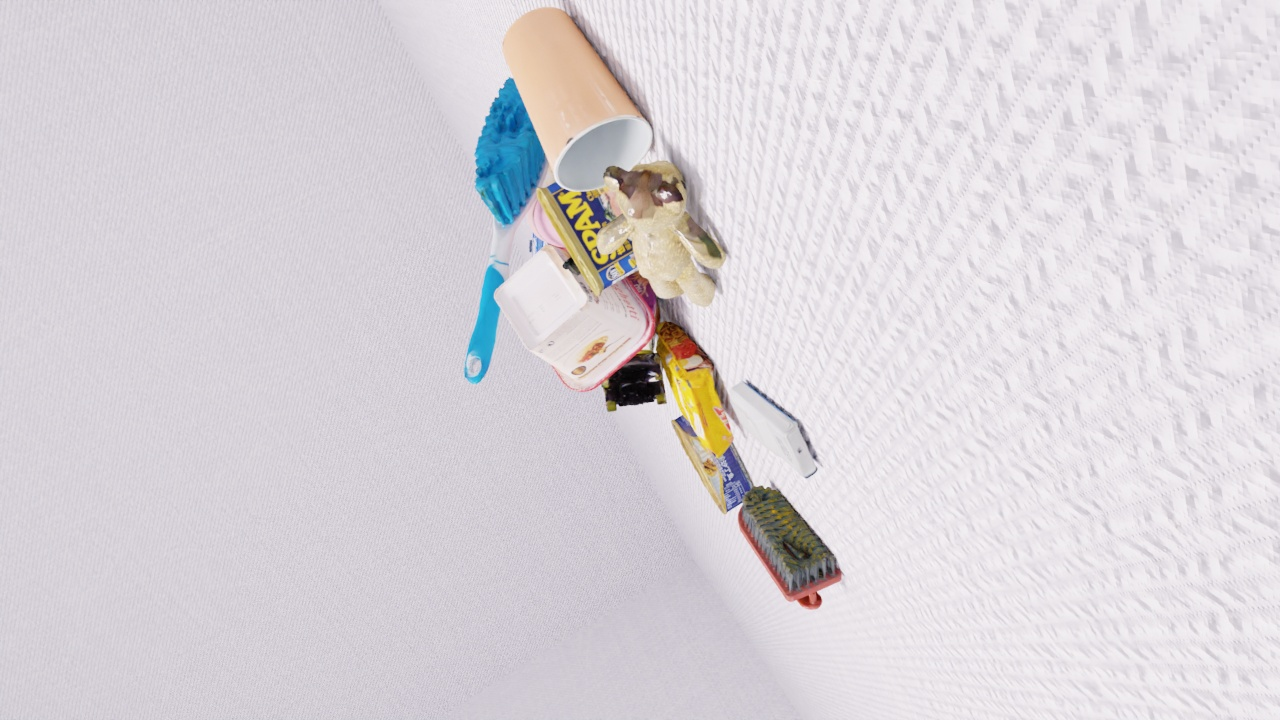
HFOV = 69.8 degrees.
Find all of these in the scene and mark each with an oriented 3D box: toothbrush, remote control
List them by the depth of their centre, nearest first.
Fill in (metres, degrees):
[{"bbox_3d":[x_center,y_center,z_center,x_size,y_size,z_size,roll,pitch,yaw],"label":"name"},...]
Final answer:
[{"bbox_3d":[0.112,0.058,0.794,0.049,0.024,0.125,61,173,-22],"label":"remote control"},{"bbox_3d":[-0.033,-0.099,0.881,0.017,0.014,0.188,41,-159,7],"label":"toothbrush"}]

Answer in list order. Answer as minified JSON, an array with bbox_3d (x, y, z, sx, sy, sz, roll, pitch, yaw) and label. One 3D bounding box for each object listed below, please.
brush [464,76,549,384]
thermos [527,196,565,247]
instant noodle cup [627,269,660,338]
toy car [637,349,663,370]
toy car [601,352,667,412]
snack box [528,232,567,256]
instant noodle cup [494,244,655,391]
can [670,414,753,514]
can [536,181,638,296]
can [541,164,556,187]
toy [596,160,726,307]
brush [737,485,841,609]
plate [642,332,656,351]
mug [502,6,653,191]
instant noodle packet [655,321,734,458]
[{"bbox_3d":[-0.136,-0.137,0.903,0.109,0.060,0.313,74,-156,-57],"label":"brush"},{"bbox_3d":[-0.056,-0.149,0.929,0.199,0.087,0.067,-160,53,-70],"label":"thermos"},{"bbox_3d":[-0.027,-0.057,1.001,0.111,0.111,0.099,58,-172,14],"label":"instant noodle cup"},{"bbox_3d":[-0.006,0.006,1.082,0.105,0.048,0.032,139,127,-72],"label":"toy car"},{"bbox_3d":[-0.008,0.020,0.998,0.158,0.070,0.042,85,177,-72],"label":"toy car"},{"bbox_3d":[-0.099,-0.107,1.128,0.057,0.058,0.208,58,161,19],"label":"snack box"},{"bbox_3d":[-0.067,-0.046,0.883,0.116,0.117,0.124,55,-167,24],"label":"instant noodle cup"},{"bbox_3d":[0.092,0.123,1.146,0.148,0.049,0.074,62,174,-25],"label":"can"},{"bbox_3d":[-0.026,-0.119,0.774,0.102,0.083,0.057,59,175,0],"label":"can"},{"bbox_3d":[-0.116,-0.216,1.060,0.075,0.075,0.111,62,173,-24],"label":"can"},{"bbox_3d":[0.021,-0.089,0.688,0.105,0.066,0.157,19,159,25],"label":"toy"},{"bbox_3d":[0.149,0.196,0.974,0.145,0.063,0.069,-127,22,-53],"label":"brush"},{"bbox_3d":[-0.024,-0.067,1.137,0.163,0.034,0.164,56,162,14],"label":"plate"},{"bbox_3d":[-0.052,-0.197,0.679,0.122,0.078,0.078,63,176,20],"label":"mug"},{"bbox_3d":[0.060,0.032,0.995,0.110,0.044,0.128,-118,5,-52],"label":"instant noodle packet"}]
